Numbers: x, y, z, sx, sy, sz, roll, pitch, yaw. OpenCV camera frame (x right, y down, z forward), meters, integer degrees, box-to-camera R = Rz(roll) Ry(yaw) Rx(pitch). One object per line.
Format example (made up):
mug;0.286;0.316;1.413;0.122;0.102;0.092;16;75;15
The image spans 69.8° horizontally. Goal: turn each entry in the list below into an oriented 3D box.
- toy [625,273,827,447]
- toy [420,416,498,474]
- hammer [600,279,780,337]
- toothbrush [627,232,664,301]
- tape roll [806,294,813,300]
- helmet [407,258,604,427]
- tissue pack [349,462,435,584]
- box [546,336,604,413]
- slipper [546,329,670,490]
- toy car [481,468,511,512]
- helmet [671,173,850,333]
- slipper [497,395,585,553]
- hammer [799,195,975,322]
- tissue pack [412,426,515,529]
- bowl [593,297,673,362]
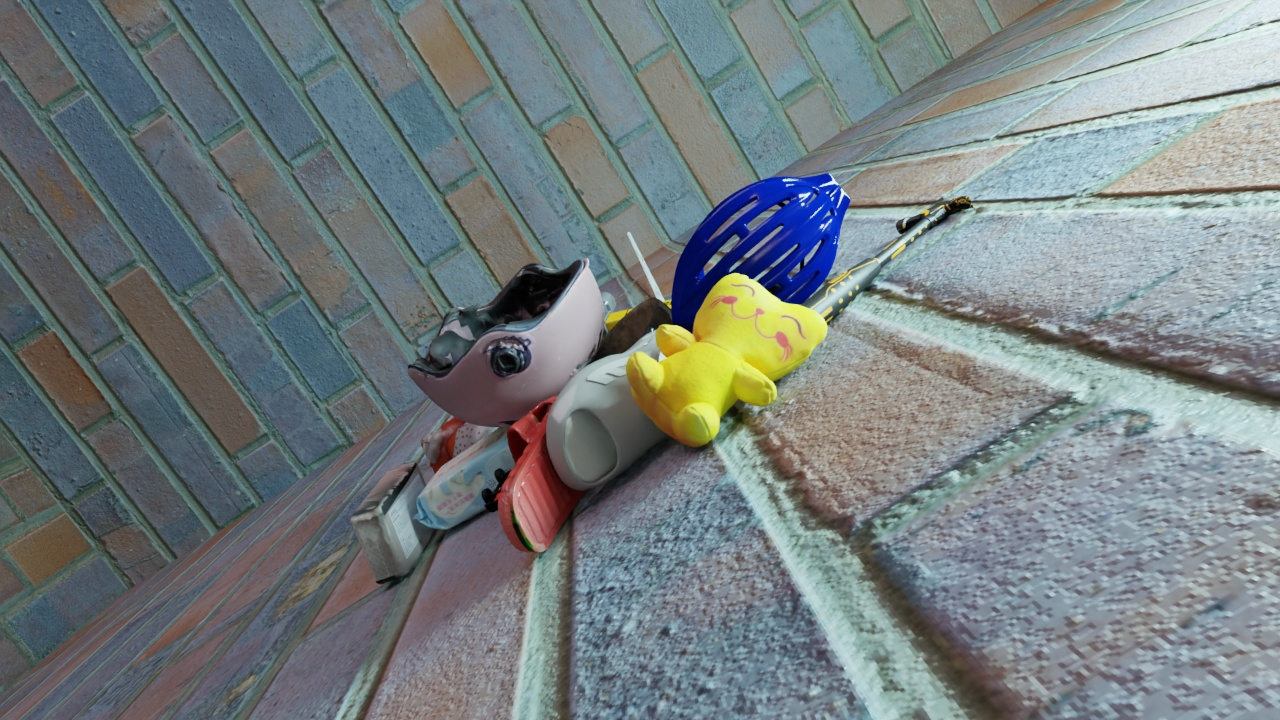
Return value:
toy;0.084;0.005;0.885;0.193;0.134;0.088;-43;-30;-28
toy;-0.255;0.123;1.310;0.173;0.092;0.163;-18;59;56
hammer;0.044;-0.071;1.280;0.325;0.034;0.169;-12;28;25
toothbrush;0.020;-0.107;1.365;0.010;0.181;0.010;-28;4;-21
tape roll;0.173;-0.048;1.072;0.093;0.013;0.093;-32;10;6
helmet;-0.143;-0.014;1.114;0.256;0.152;0.229;-31;16;9
tissue pack;-0.305;0.203;1.130;0.071;0.104;0.181;-17;12;0
box;-0.114;0.035;1.362;0.220;0.082;0.125;-37;17;-32
slipper;0.011;0.036;0.947;0.081;0.113;0.265;-10;16;38
toy car;-0.135;0.141;1.017;0.051;0.049;0.100;-30;10;12
helmet;0.139;-0.129;1.094;0.242;0.148;0.227;-39;6;15
slipper;-0.098;0.105;0.921;0.059;0.103;0.248;-14;18;20
hammer;0.264;-0.107;1.028;0.319;0.036;0.123;-36;10;-32
tissue pack;-0.194;0.142;1.149;0.182;0.070;0.112;-34;9;8
bowl;-0.007;0.007;1.114;0.162;0.070;0.162;-45;16;17
